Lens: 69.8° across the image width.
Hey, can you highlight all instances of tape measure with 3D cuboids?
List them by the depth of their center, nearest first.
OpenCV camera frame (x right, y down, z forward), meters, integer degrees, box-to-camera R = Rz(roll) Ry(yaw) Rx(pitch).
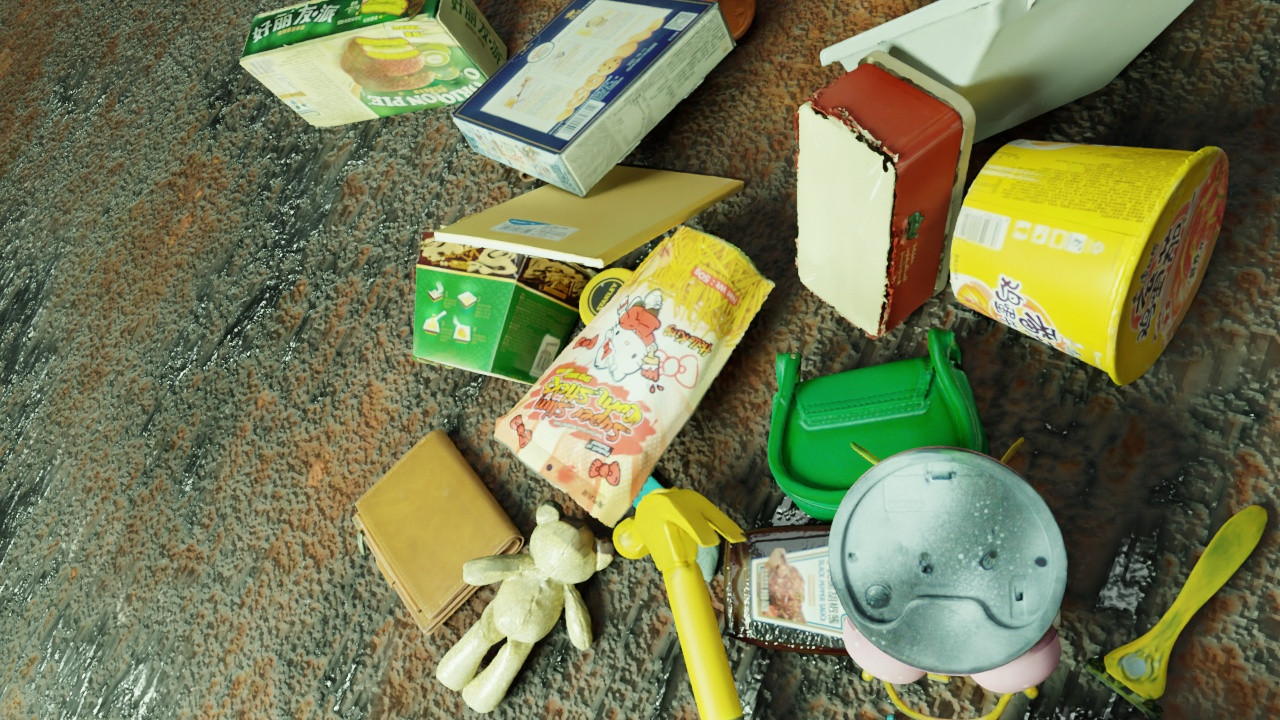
[{"bbox_3d":[-0.018,-0.043,0.726,0.057,0.029,0.060,28,81,32],"label":"tape measure"}]

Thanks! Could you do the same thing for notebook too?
[{"bbox_3d":[-0.032,-0.115,0.691,0.146,0.205,0.010,13,120,29],"label":"notebook"}]

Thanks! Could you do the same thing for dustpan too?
[{"bbox_3d":[0.230,-0.238,0.577,0.222,0.258,0.142,-24,74,-11],"label":"dustpan"}]

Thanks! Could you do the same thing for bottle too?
[{"bbox_3d":[0.149,0.140,0.560,0.195,0.044,0.079,-4,76,23],"label":"bottle"},{"bbox_3d":[0.045,-0.334,0.804,0.067,0.067,0.149,-35,52,9],"label":"bottle"}]

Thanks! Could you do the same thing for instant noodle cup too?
[{"bbox_3d":[0.261,-0.067,0.548,0.110,0.138,0.138,27,82,41],"label":"instant noodle cup"}]

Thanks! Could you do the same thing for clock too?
[{"bbox_3d":[0.165,0.122,0.497,0.117,0.059,0.158,-2,90,18],"label":"clock"}]

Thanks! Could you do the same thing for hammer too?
[{"bbox_3d":[0.051,0.220,0.553,0.032,0.129,0.300,-6,69,-26],"label":"hammer"}]

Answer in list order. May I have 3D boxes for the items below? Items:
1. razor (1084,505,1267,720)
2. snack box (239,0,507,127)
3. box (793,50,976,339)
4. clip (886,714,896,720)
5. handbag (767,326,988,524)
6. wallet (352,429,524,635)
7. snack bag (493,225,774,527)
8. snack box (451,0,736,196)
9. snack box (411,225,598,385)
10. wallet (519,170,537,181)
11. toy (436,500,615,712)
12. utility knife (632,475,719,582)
[{"bbox_3d":[0.302,0.131,0.503,0.132,0.028,0.043,-50,54,-3],"label":"razor"},{"bbox_3d":[-0.261,-0.299,0.901,0.240,0.114,0.063,-3,67,25],"label":"snack box"},{"bbox_3d":[0.142,-0.095,0.581,0.080,0.168,0.091,-35,56,-15],"label":"box"},{"bbox_3d":[0.147,0.238,0.538,0.047,0.014,0.057,-19,63,15],"label":"clip"},{"bbox_3d":[0.148,0.041,0.587,0.131,0.068,0.120,-13,64,20],"label":"handbag"},{"bbox_3d":[-0.168,0.135,0.719,0.119,0.035,0.130,-46,56,1],"label":"wallet"},{"bbox_3d":[-0.004,0.004,0.657,0.129,0.073,0.207,31,76,34],"label":"snack bag"},{"bbox_3d":[-0.044,-0.231,0.760,0.177,0.046,0.182,-47,43,-11],"label":"snack box"},{"bbox_3d":[-0.113,-0.038,0.731,0.118,0.118,0.105,11,87,29],"label":"snack box"},{"bbox_3d":[-0.062,-0.223,0.830,0.115,0.020,0.101,-18,63,15],"label":"wallet"},{"bbox_3d":[-0.084,0.177,0.652,0.105,0.066,0.157,36,91,0],"label":"toy"},{"bbox_3d":[0.005,0.100,0.664,0.151,0.013,0.029,41,93,33],"label":"utility knife"}]
